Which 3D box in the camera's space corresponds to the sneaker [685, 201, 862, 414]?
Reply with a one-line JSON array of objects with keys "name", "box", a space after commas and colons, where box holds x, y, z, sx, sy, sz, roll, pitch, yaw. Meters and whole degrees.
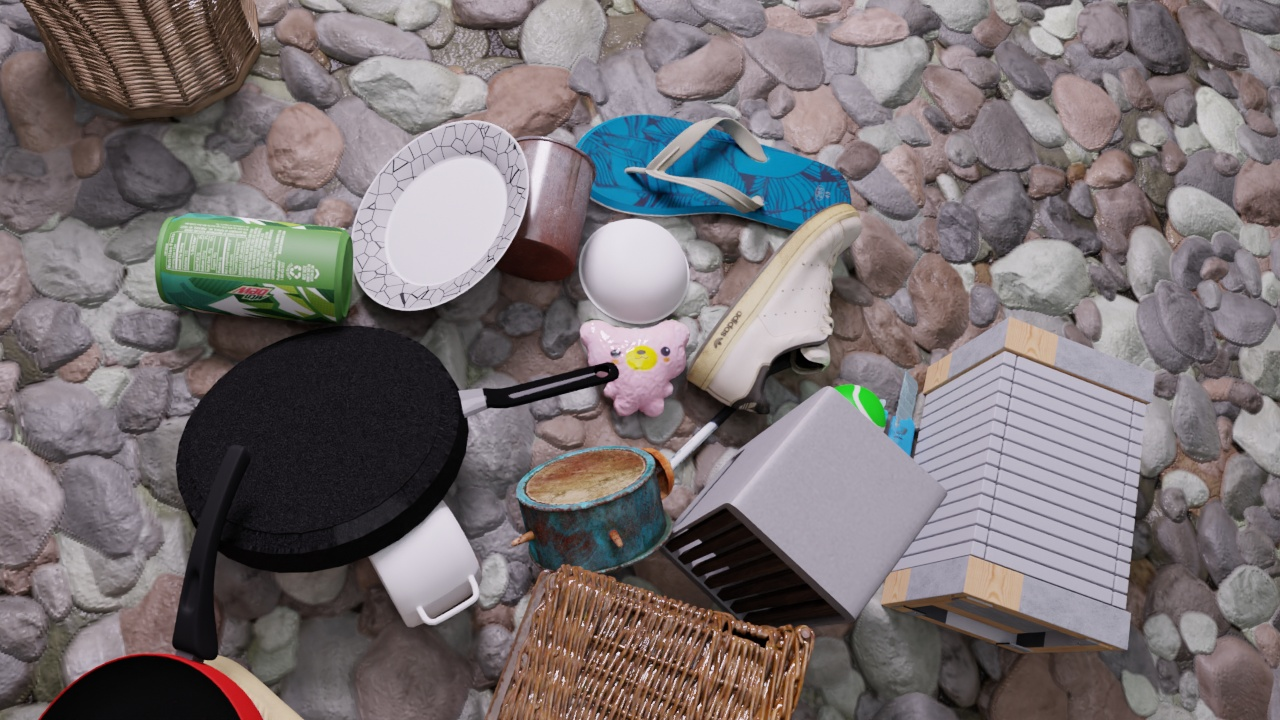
[{"name": "sneaker", "box": [0.151, -0.046, 0.864, 0.102, 0.089, 0.241, 39, 74, 11]}]

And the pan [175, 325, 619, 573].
[{"name": "pan", "box": [-0.189, 0.044, 0.740, 0.356, 0.034, 0.225, -14, 51, -9]}]

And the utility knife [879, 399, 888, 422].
[{"name": "utility knife", "box": [0.218, 0.086, 0.879, 0.022, 0.016, 0.117, 31, 66, -8]}]

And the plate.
[{"name": "plate", "box": [-0.177, -0.128, 0.818, 0.189, 0.016, 0.188, -10, 65, 23]}]

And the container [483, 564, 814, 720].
[{"name": "container", "box": [-0.005, 0.250, 0.663, 0.183, 0.250, 0.162, 19, 69, 5]}]

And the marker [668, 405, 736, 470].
[{"name": "marker", "box": [0.036, 0.089, 0.840, 0.151, 0.011, 0.011, -41, 84, -21]}]

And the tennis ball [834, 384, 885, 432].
[{"name": "tennis ball", "box": [0.195, 0.055, 0.856, 0.065, 0.065, 0.065, 4, 71, -11]}]

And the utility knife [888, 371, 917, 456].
[{"name": "utility knife", "box": [0.242, 0.100, 0.879, 0.031, 0.015, 0.195, 21, 67, -10]}]

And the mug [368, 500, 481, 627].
[{"name": "mug", "box": [-0.168, 0.160, 0.720, 0.068, 0.094, 0.115, -29, 42, -21]}]

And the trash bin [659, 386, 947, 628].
[{"name": "trash bin", "box": [0.114, 0.129, 0.725, 0.114, 0.229, 0.114, 43, 68, 4]}]

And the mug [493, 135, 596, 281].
[{"name": "mug", "box": [-0.109, -0.138, 0.851, 0.123, 0.096, 0.110, 2, 64, 21]}]

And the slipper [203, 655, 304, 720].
[{"name": "slipper", "box": [-0.249, 0.314, 0.665, 0.261, 0.079, 0.111, 36, 89, 22]}]

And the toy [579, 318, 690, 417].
[{"name": "toy", "box": [-0.005, 0.005, 0.838, 0.102, 0.050, 0.093, 1, 77, -9]}]

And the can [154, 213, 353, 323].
[{"name": "can", "box": [-0.323, -0.078, 0.779, 0.144, 0.083, 0.083, 5, 71, -11]}]

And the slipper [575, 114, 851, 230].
[{"name": "slipper", "box": [0.079, -0.194, 0.919, 0.294, 0.060, 0.118, 9, 67, -9]}]

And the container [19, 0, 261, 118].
[{"name": "container", "box": [-0.439, -0.342, 0.781, 0.226, 0.196, 0.226, 4, 71, -11]}]

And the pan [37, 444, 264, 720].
[{"name": "pan", "box": [-0.318, 0.236, 0.631, 0.209, 0.067, 0.355, 10, 76, 19]}]

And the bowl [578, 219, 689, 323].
[{"name": "bowl", "box": [-0.001, -0.094, 0.876, 0.110, 0.041, 0.109, 4, 71, -11]}]

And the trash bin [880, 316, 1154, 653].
[{"name": "trash bin", "box": [0.336, 0.118, 0.823, 0.142, 0.143, 0.246, 20, 69, -5]}]

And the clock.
[{"name": "clock", "box": [-0.031, 0.118, 0.759, 0.121, 0.157, 0.073, -4, 109, 23]}]
